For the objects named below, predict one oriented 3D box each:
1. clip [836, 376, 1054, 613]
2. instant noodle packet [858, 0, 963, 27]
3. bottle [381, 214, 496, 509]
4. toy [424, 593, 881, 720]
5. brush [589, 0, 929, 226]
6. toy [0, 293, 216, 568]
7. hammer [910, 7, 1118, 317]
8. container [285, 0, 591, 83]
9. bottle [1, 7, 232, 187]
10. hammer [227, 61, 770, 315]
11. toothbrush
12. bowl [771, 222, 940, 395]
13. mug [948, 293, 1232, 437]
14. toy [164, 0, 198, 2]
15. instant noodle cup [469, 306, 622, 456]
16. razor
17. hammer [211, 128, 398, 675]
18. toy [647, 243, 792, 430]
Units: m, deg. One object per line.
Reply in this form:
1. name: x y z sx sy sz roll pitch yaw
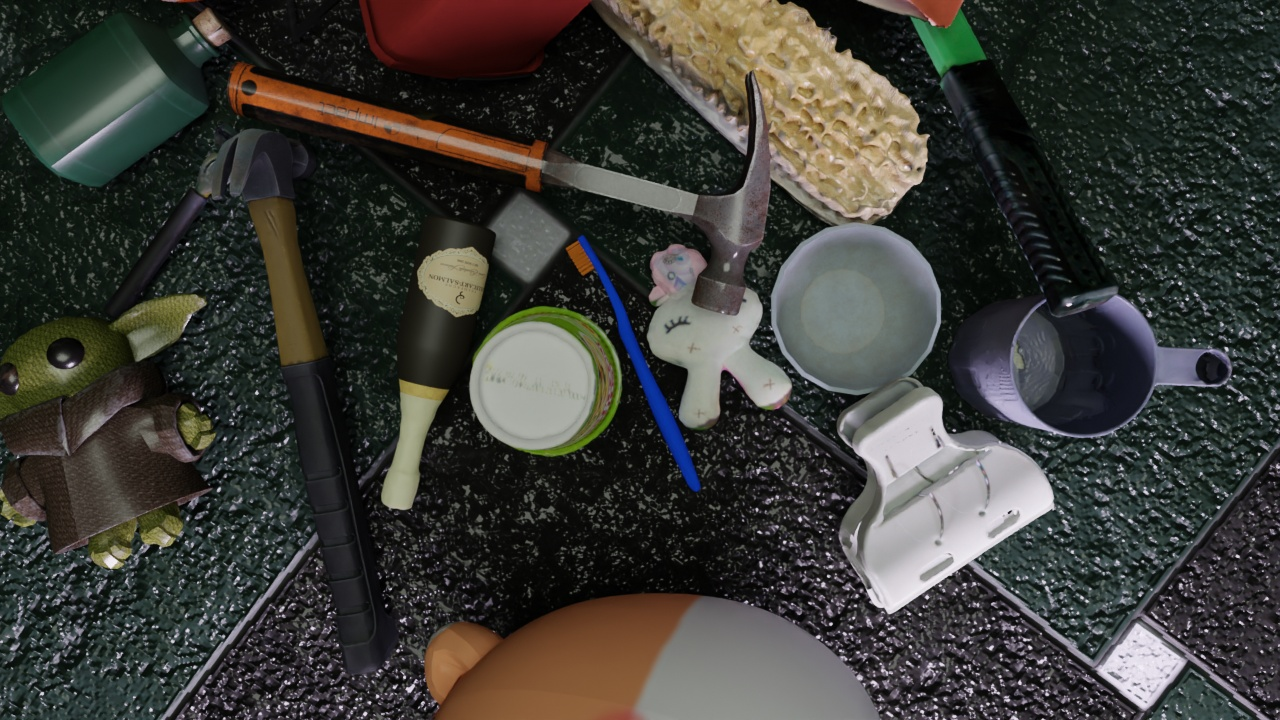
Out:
1. clip: 0.181 0.085 0.556 0.126 0.096 0.152 -33 123 -3
2. instant noodle packet: 0.116 -0.304 0.534 0.221 0.084 0.164 31 65 -2
3. bottle: -0.134 0.003 0.579 0.045 0.045 0.184 13 91 -1
4. toy: -0.002 0.251 0.480 0.281 0.265 0.262 15 88 14
5. brush: 0.066 -0.191 0.574 0.271 0.056 0.083 43 88 -2
6. toy: -0.331 0.047 0.560 0.179 0.078 0.152 -24 90 2
7. hammer: 0.191 -0.172 0.538 0.130 0.032 0.318 -14 70 -11
8. container: -0.120 -0.244 0.553 0.126 0.201 0.148 -9 91 -38
9. bottle: -0.311 -0.170 0.566 0.131 0.061 0.061 -36 89 0
10. hammer: -0.076 -0.130 0.531 0.314 0.035 0.138 14 102 -4
11. toothbrush: -0.003 0.003 0.596 0.018 0.016 0.182 -25 91 4
12. bowl: 0.133 -0.032 0.586 0.106 0.039 0.106 0 91 -1
13. mug: 0.264 0.001 0.557 0.124 0.104 0.084 1 90 -1
14. toy: -0.298 -0.311 0.549 0.172 0.093 0.164 27 91 0
15. instant noodle cup: -0.059 0.014 0.550 0.099 0.108 0.099 0 90 -2
16. razor: -0.296 -0.085 0.587 0.043 0.022 0.144 38 90 0
17. hammer: -0.197 0.027 0.556 0.025 0.118 0.333 -10 96 2
18. toy: 0.043 -0.017 0.586 0.079 0.038 0.122 -25 89 6
